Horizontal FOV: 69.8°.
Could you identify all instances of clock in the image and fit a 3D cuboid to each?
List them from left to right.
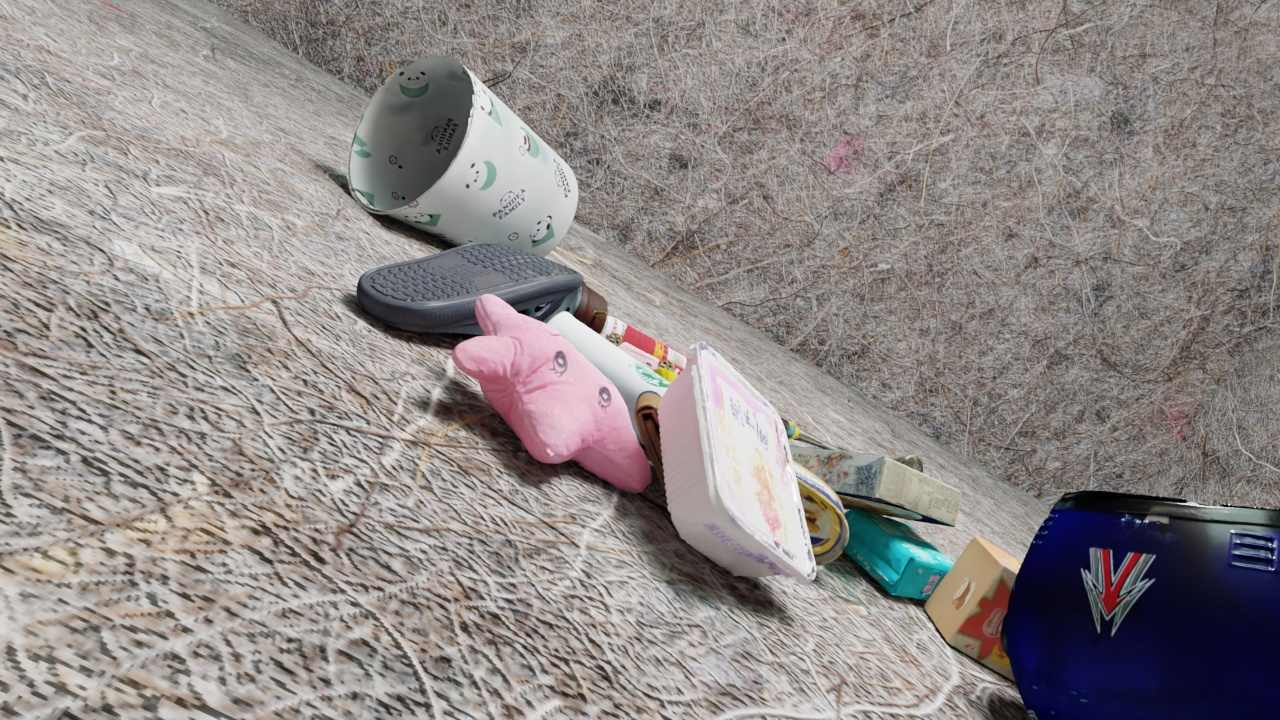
[{"bbox_3d":[-0.089,-0.063,1.110,0.055,0.082,0.122,29,10,-39],"label":"clock"}]

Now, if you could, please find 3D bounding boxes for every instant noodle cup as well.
[{"bbox_3d":[0.066,0.086,0.711,0.138,0.060,0.173,41,29,-37],"label":"instant noodle cup"}]

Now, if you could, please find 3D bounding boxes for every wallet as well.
[{"bbox_3d":[0.021,0.072,0.794,0.115,0.033,0.090,-81,147,-87],"label":"wallet"}]

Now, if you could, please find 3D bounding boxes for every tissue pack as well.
[{"bbox_3d":[0.265,0.203,0.950,0.133,0.050,0.093,22,13,-42],"label":"tissue pack"}]

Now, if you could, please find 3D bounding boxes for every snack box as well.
[{"bbox_3d":[0.214,0.129,0.967,0.183,0.045,0.177,2,-15,44],"label":"snack box"},{"bbox_3d":[0.348,0.242,0.888,0.094,0.093,0.077,31,10,-6],"label":"snack box"}]

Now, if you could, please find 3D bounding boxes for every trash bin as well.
[{"bbox_3d":[-0.232,-0.258,1.276,0.229,0.229,0.251,39,6,37],"label":"trash bin"}]

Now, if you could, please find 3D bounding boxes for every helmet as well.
[{"bbox_3d":[0.439,0.236,0.732,0.315,0.240,0.248,15,-11,-39],"label":"helmet"}]

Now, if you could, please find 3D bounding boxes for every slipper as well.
[{"bbox_3d":[-0.164,-0.054,0.884,0.111,0.083,0.267,27,25,24],"label":"slipper"}]

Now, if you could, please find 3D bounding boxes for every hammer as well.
[{"bbox_3d":[0.151,0.075,1.018,0.323,0.031,0.126,22,-14,-22],"label":"hammer"}]

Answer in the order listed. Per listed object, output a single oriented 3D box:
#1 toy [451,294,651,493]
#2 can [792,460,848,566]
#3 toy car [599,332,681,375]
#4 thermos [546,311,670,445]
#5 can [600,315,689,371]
[{"bbox_3d":[-0.062,0.036,0.711,0.194,0.075,0.178,40,18,-20],"label":"toy"},{"bbox_3d":[0.117,0.125,0.820,0.148,0.075,0.049,32,13,-2],"label":"can"},{"bbox_3d":[-0.007,0.006,1.107,0.122,0.037,0.056,27,-21,8],"label":"toy car"},{"bbox_3d":[-0.002,0.037,0.896,0.224,0.073,0.073,34,10,14],"label":"thermos"},{"bbox_3d":[-0.003,-0.009,1.183,0.132,0.053,0.053,27,11,-23],"label":"can"}]
